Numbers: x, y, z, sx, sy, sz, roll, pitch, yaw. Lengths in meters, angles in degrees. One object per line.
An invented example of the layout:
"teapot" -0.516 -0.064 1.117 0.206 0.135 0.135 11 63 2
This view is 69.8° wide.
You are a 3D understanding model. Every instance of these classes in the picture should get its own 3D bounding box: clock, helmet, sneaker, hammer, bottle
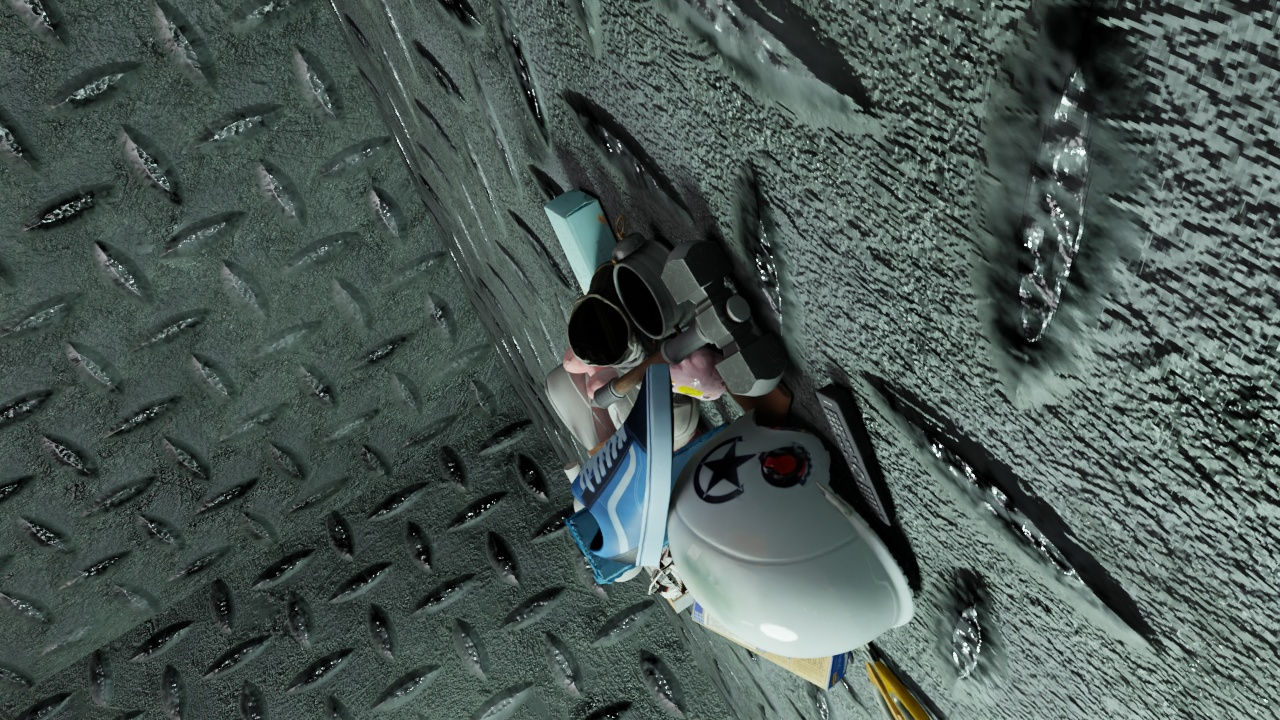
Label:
"clock" 0.061 0.252 1.201 0.065 0.154 0.115 45 137 23
"helmet" 0.126 0.191 0.898 0.264 0.163 0.237 39 159 51
"sneaker" -0.019 0.110 0.909 0.083 0.098 0.242 -87 3 -57
"sneaker" -0.006 0.006 1.080 0.119 0.095 0.235 -55 -51 -61
"clock" 0.011 -0.085 0.968 0.148 0.056 0.104 61 160 -11
"hammer" 0.015 0.003 0.939 0.156 0.043 0.323 59 148 2
"bottle" -0.059 0.230 1.332 0.195 0.052 0.052 64 167 -22

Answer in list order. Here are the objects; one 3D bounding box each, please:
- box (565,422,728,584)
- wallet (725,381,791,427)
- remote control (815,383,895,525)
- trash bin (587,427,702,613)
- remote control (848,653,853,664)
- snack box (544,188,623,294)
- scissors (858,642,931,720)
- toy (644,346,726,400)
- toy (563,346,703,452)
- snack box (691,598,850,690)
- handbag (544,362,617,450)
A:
"box" 0.032 0.166 1.076 0.093 0.231 0.048 62 165 -2
"wallet" 0.117 0.031 0.922 0.087 0.013 0.121 49 165 23
"remote control" 0.183 0.080 0.767 0.136 0.015 0.032 62 168 -24
"trash bin" 0.050 0.213 1.326 0.142 0.142 0.247 47 163 45
"remote control" 0.240 0.335 1.164 0.046 0.009 0.124 39 156 59
"snack box" -0.056 -0.126 1.155 0.075 0.053 0.175 40 159 58
"scissors" 0.274 0.360 1.076 0.225 0.016 0.162 56 167 17
"toy" 0.060 0.012 0.993 0.102 0.050 0.093 20 158 -26
"toy" -0.004 0.050 1.229 0.141 0.084 0.213 6 -140 -47
"snack box" 0.164 0.339 1.165 0.207 0.057 0.056 19 113 37
"handbag" -0.032 0.078 1.395 0.222 0.096 0.215 57 -152 -5
